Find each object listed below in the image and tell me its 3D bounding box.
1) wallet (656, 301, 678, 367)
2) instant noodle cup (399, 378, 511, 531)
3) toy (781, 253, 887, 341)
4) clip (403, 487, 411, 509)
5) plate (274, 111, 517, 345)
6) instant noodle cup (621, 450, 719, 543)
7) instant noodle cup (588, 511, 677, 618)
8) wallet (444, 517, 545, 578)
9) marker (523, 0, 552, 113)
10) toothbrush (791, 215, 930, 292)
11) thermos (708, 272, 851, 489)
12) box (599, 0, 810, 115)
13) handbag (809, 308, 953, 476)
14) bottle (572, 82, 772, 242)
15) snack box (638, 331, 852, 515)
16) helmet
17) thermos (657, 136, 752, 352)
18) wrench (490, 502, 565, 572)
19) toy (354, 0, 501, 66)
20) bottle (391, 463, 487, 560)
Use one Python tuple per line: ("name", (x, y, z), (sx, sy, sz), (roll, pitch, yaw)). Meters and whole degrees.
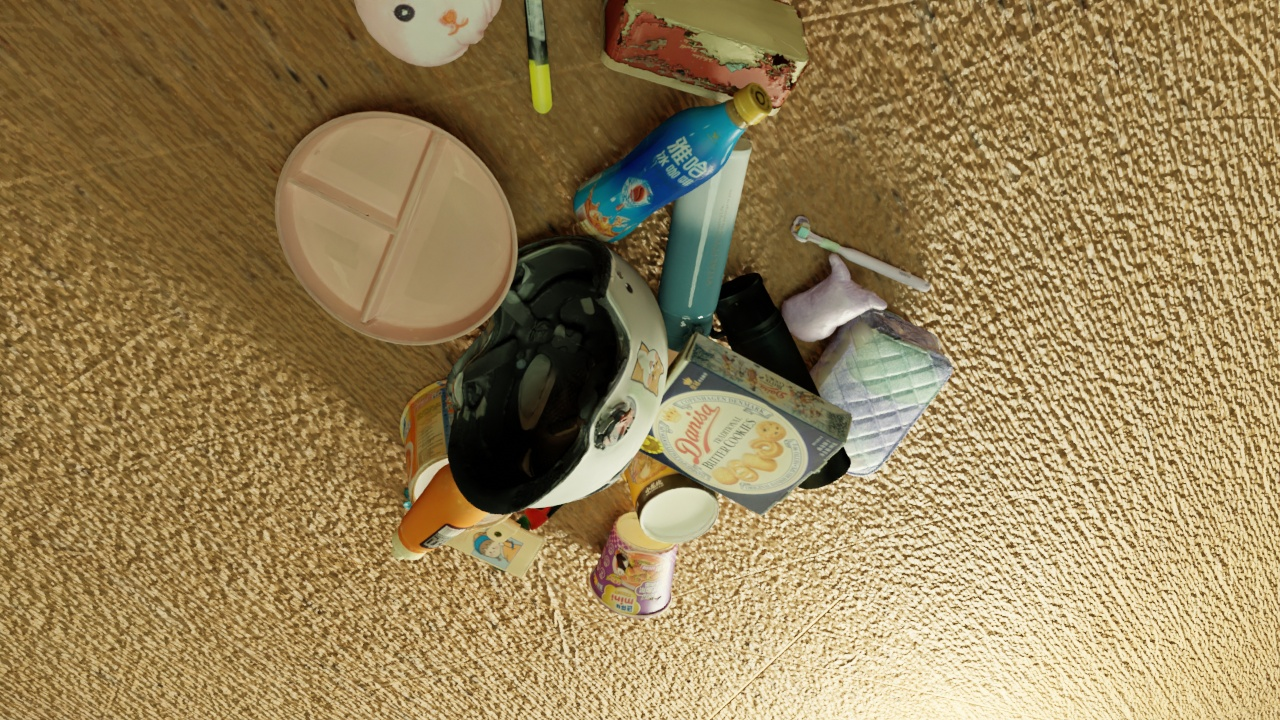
("wallet", (-0.006, 0.006, 1.021), (0.132, 0.031, 0.108), (-33, 124, 8))
("instant noodle cup", (-0.192, 0.109, 1.016), (0.151, 0.111, 0.152), (-5, 128, -6))
("toy", (0.198, -0.060, 0.994), (0.084, 0.038, 0.108), (45, 131, -11))
("clip", (-0.269, 0.178, 1.113), (0.014, 0.047, 0.057), (-25, 130, 7))
("plate", (-0.225, -0.120, 0.857), (0.229, 0.028, 0.230), (3, 119, 5))
("instant noodle cup", (0.037, 0.143, 1.082), (0.118, 0.114, 0.119), (-5, 128, -7))
("instant noodle cup", (-0.003, 0.255, 1.169), (0.111, 0.111, 0.099), (6, 118, -15))
("wallet", (-0.182, 0.222, 1.144), (0.115, 0.024, 0.087), (28, 126, -9))
("marker", (-0.091, -0.279, 0.803), (0.018, 0.015, 0.124), (-7, 125, -7))
("toothbrush", (0.242, -0.110, 0.988), (0.189, 0.029, 0.021), (19, 161, -25))
("thermos", (0.145, 0.024, 1.008), (0.090, 0.068, 0.242), (-10, 114, 47))
("box", (0.057, -0.278, 0.771), (0.168, 0.091, 0.076), (10, 145, -17))
("handbag", (0.256, 0.037, 1.067), (0.134, 0.075, 0.194), (20, 120, -17))
("bottle", (0.027, -0.177, 0.818), (0.065, 0.065, 0.219), (32, 141, -29))
("snack box", (0.096, 0.073, 0.961), (0.182, 0.045, 0.178), (27, 141, -5))
("helmet", (-0.065, 0.022, 0.904), (0.156, 0.230, 0.274), (18, 82, -45))
("thermos", (0.058, -0.113, 0.907), (0.070, 0.070, 0.221), (3, 120, -12))
("wrench", (-0.110, 0.180, 1.131), (0.056, 0.016, 0.274), (31, 121, -21))
("toy", (-0.188, -0.317, 0.735), (0.121, 0.054, 0.159), (-36, 117, 16))
("bottle", (-0.212, 0.163, 0.946), (0.066, 0.066, 0.150), (30, 124, -28))
